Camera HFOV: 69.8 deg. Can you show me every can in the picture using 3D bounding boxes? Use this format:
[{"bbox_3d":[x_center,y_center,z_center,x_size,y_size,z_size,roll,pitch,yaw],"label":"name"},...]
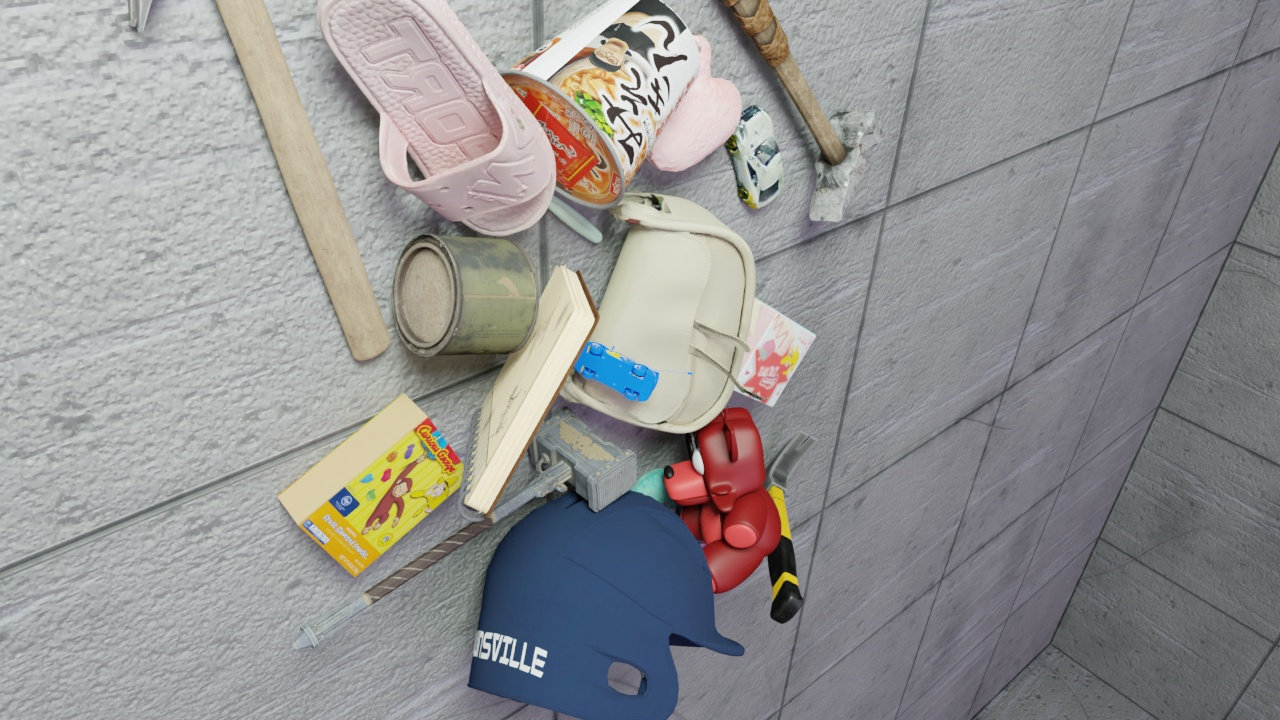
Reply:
[{"bbox_3d":[-0.132,-0.048,0.688,0.074,0.090,0.090,-3,119,-45],"label":"can"}]

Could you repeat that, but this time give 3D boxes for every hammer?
[{"bbox_3d":[-0.151,0.150,0.792,0.321,0.098,0.044,-31,136,-33],"label":"hammer"},{"bbox_3d":[0.161,0.198,1.058,0.170,0.034,0.324,-60,-175,17],"label":"hammer"},{"bbox_3d":[0.137,-0.258,0.838,0.318,0.049,0.121,42,67,-47],"label":"hammer"},{"bbox_3d":[-0.220,-0.130,0.596,0.119,0.031,0.332,-32,140,-25],"label":"hammer"}]

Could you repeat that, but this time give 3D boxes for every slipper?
[{"bbox_3d":[-0.122,-0.146,0.598,0.094,0.064,0.239,-12,150,12],"label":"slipper"}]

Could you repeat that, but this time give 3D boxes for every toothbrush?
[{"bbox_3d":[-0.076,-0.131,0.746,0.154,0.015,0.022,31,65,-53],"label":"toothbrush"}]

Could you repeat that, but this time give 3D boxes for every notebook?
[{"bbox_3d":[-0.088,0.014,0.703,0.024,0.225,0.167,28,99,-13],"label":"notebook"}]

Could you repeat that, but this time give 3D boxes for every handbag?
[{"bbox_3d":[0.030,-0.029,0.840,0.183,0.132,0.229,0,120,-37],"label":"handbag"}]

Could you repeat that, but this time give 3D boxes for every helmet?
[{"bbox_3d":[-0.023,0.240,0.905,0.272,0.233,0.222,28,66,-27],"label":"helmet"}]

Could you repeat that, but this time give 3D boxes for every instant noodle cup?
[{"bbox_3d":[-0.025,-0.198,0.676,0.121,0.124,0.124,-51,143,-20],"label":"instant noodle cup"}]

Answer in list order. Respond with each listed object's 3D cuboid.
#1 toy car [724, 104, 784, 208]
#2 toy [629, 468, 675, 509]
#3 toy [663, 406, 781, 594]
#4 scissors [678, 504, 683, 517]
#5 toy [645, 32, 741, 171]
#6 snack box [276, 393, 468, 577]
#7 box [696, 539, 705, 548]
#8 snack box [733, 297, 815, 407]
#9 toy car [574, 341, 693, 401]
[{"bbox_3d":[0.114,-0.193,0.884,0.048,0.033,0.105,-41,139,-14],"label":"toy car"},{"bbox_3d":[0.006,0.161,1.036,0.105,0.033,0.085,-36,142,-32],"label":"toy"},{"bbox_3d":[0.086,0.131,0.987,0.120,0.158,0.197,-8,113,0],"label":"toy"},{"bbox_3d":[0.055,0.200,1.129,0.138,0.019,0.136,21,104,-52],"label":"scissors"},{"bbox_3d":[0.038,-0.219,0.774,0.108,0.053,0.105,-33,127,-24],"label":"toy"},{"bbox_3d":[-0.215,0.103,0.755,0.125,0.040,0.088,-41,140,-16],"label":"snack box"},{"bbox_3d":[0.017,0.246,1.092,0.213,0.033,0.076,-3,124,-39],"label":"box"},{"bbox_3d":[0.117,-0.015,0.981,0.093,0.079,0.095,24,100,-51],"label":"snack box"},{"bbox_3d":[-0.005,0.004,0.813,0.061,0.092,0.033,-43,156,-58],"label":"toy car"}]
